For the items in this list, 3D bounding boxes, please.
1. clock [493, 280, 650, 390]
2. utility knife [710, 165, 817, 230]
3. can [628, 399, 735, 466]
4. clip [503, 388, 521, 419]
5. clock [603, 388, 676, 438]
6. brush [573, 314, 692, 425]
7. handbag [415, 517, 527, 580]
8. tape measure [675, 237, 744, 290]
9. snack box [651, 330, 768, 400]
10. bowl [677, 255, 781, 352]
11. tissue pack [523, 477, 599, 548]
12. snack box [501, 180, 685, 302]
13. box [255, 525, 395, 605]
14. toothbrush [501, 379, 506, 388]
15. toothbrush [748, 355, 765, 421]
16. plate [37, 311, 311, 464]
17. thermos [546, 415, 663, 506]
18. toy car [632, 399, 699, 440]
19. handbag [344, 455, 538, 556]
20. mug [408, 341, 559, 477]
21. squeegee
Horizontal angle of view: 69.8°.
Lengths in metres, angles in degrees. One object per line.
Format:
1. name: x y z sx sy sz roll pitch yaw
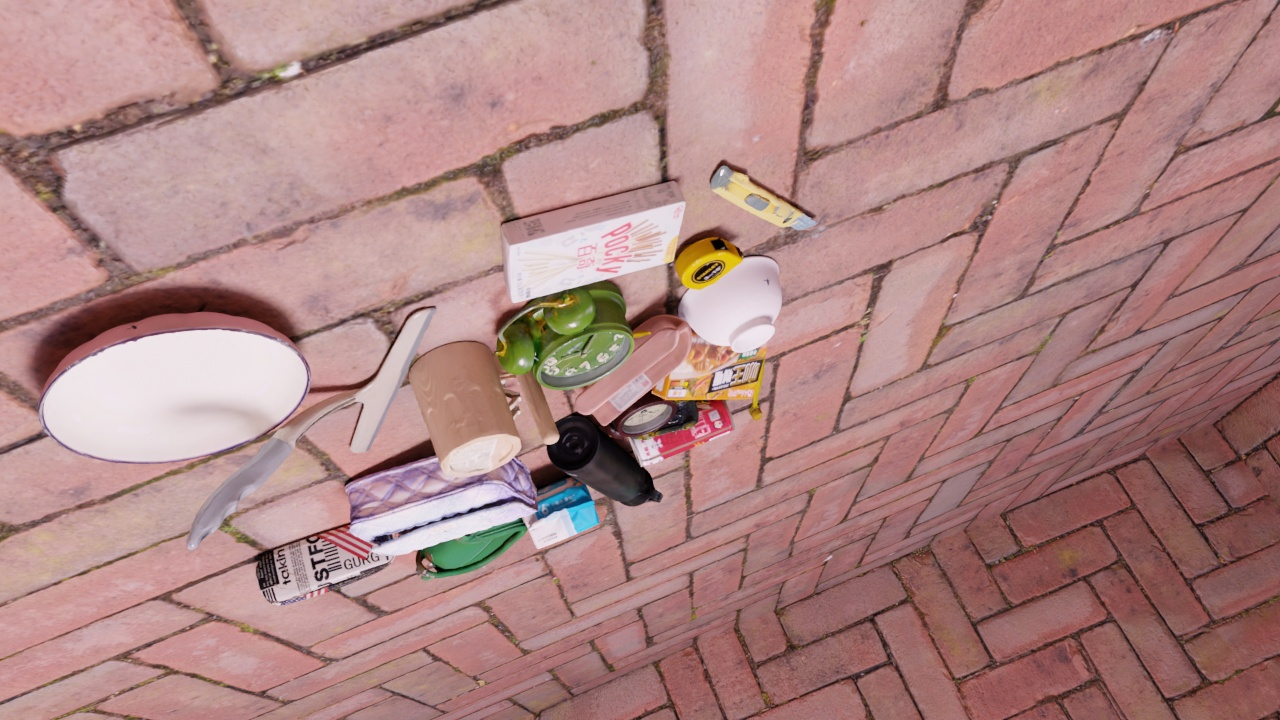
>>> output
1. clock: -0.071 -0.024 0.873 0.116 0.056 0.161 -37 151 22
2. utility knife: 0.116 -0.148 0.854 0.031 0.019 0.177 -33 158 30
3. can: 0.052 0.091 1.196 0.132 0.053 0.053 -22 154 -5
4. clip: -0.168 0.056 0.935 0.097 0.060 0.034 -13 147 -20
5. clock: -0.003 0.054 1.077 0.082 0.055 0.122 -16 150 -18
6. brush: -0.006 0.006 0.962 0.146 0.063 0.073 -38 179 21
7. handbag: -0.219 0.227 1.180 0.120 0.068 0.132 -19 160 -48
8. tape measure: 0.061 -0.096 0.882 0.060 0.029 0.057 -38 152 26
9. snack box: 0.081 0.006 1.048 0.153 0.026 0.075 2 106 -44
10. bowl: 0.106 -0.048 0.968 0.118 0.064 0.118 -19 153 -10
11. tissue pack: -0.106 0.195 1.208 0.090 0.063 0.140 -22 -178 -6
12. snack box: -0.041 -0.101 0.789 0.156 0.027 0.085 -16 153 -15
13. box: -0.379 0.252 1.119 0.163 0.074 0.077 -18 159 -17
14. toothbrush: -0.171 0.070 1.010 0.029 0.020 0.190 -16 153 -30
15. toothbrush: 0.157 0.038 1.226 0.015 0.016 0.190 -22 154 -6
16. plate: -0.363 0.017 0.724 0.192 0.039 0.193 -20 154 -10
17. thermos: -0.034 0.139 1.181 0.068 0.090 0.242 -67 155 -11
18. toy car: 0.028 0.073 1.153 0.091 0.043 0.036 -14 168 -2
19. handbag: -0.227 0.163 1.042 0.194 0.075 0.134 -18 154 10
20. mug: -0.149 0.045 0.883 0.124 0.103 0.084 -8 149 -29
21. squeegee: -0.304 0.075 0.802 0.245 0.039 0.247 -47 176 -46
